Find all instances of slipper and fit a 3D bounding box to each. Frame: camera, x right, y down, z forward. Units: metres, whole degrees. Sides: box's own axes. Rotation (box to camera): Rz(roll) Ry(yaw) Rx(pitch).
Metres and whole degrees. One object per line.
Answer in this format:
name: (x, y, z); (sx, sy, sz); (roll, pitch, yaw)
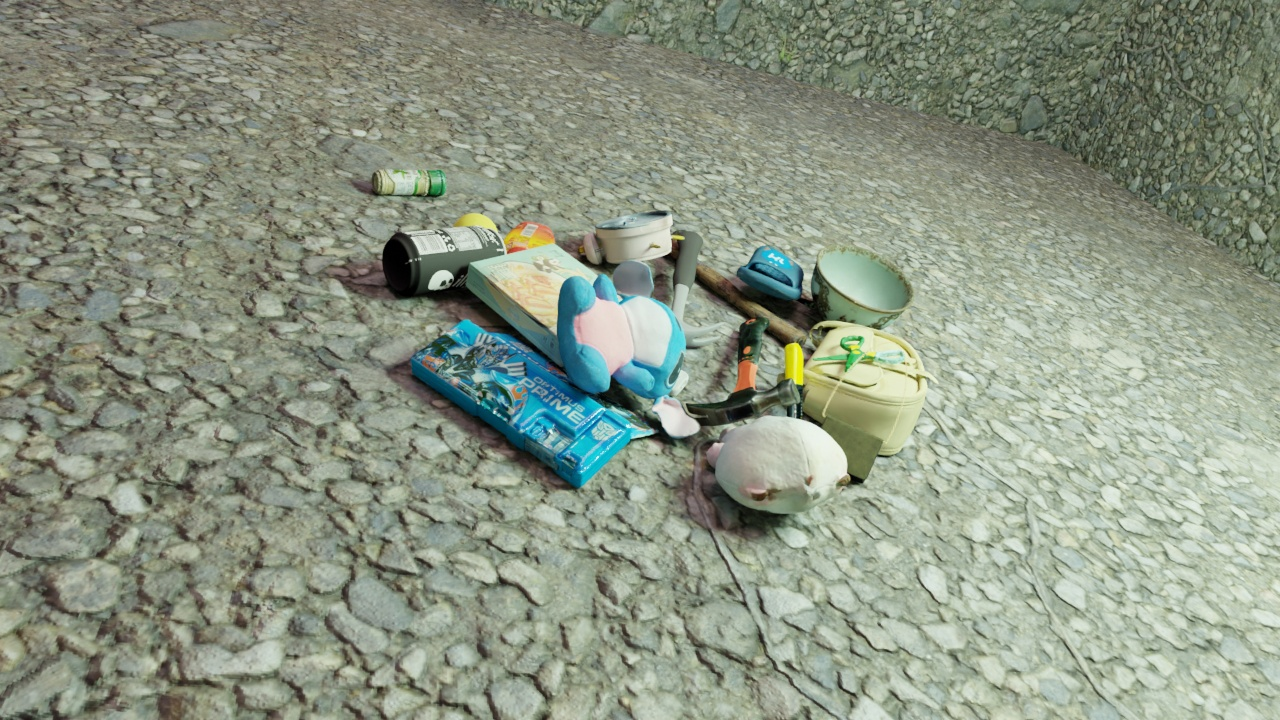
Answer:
slipper: (0.218, -0.141, 1.448); (0.104, 0.059, 0.213); (29, 20, 11)

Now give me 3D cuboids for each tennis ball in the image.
tennis ball: (-0.233, -0.173, 1.286); (0.065, 0.065, 0.065); (14, 29, -8)

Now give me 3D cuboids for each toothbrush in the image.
toothbrush: (0.289, -0.087, 1.484); (0.188, 0.014, 0.017); (17, 42, -2)

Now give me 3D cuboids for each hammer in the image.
hammer: (0.066, -0.115, 1.354); (0.125, 0.030, 0.310); (13, 35, 0)
hammer: (0.138, 0.003, 1.179); (0.133, 0.033, 0.332); (-20, 15, 16)
hammer: (0.123, -0.112, 1.422); (0.119, 0.033, 0.330); (-15, 43, -39)

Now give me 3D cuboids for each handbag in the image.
handbag: (0.295, 0.019, 1.232); (0.191, 0.089, 0.232); (23, 29, 15)
handbag: (0.270, 0.055, 1.104); (0.084, 0.027, 0.177); (25, 73, 12)

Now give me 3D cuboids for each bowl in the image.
bowl: (0.331, -0.095, 1.425); (0.160, 0.094, 0.159); (11, 42, -10)

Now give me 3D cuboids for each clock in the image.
clock: (-0.023, -0.186, 1.398); (0.158, 0.059, 0.116); (-2, 18, 27)

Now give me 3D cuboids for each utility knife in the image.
utility knife: (0.190, 0.050, 1.134); (0.029, 0.020, 0.174); (47, 36, -38)

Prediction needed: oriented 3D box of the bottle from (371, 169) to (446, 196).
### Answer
bottle: (-0.357, -0.275, 1.416); (0.109, 0.043, 0.042); (-6, 37, -34)

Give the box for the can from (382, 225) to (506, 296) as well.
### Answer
can: (-0.252, -0.130, 1.185); (0.145, 0.080, 0.080); (-14, 43, -44)

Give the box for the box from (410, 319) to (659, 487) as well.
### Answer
box: (-0.109, 0.028, 1.018); (0.243, 0.060, 0.175); (31, 31, 22)

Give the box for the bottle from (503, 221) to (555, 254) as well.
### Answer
bottle: (-0.163, -0.152, 1.305); (0.071, 0.049, 0.134); (16, 29, -2)

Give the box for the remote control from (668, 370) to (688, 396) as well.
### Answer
remote control: (-0.007, 0.007, 1.147); (0.133, 0.022, 0.050); (26, 32, 14)

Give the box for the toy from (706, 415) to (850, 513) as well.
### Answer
toy: (0.140, 0.104, 0.996); (0.138, 0.101, 0.179); (-8, 12, -15)

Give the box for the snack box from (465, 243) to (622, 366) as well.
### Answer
snack box: (-0.106, -0.075, 1.163); (0.141, 0.044, 0.193); (-21, 48, -42)

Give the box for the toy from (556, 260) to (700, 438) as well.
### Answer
toy: (-0.016, -0.011, 1.036); (0.191, 0.099, 0.224); (4, 65, -52)

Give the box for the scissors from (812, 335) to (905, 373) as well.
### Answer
scissors: (0.287, -0.005, 1.185); (0.123, 0.012, 0.126); (9, 25, 20)
